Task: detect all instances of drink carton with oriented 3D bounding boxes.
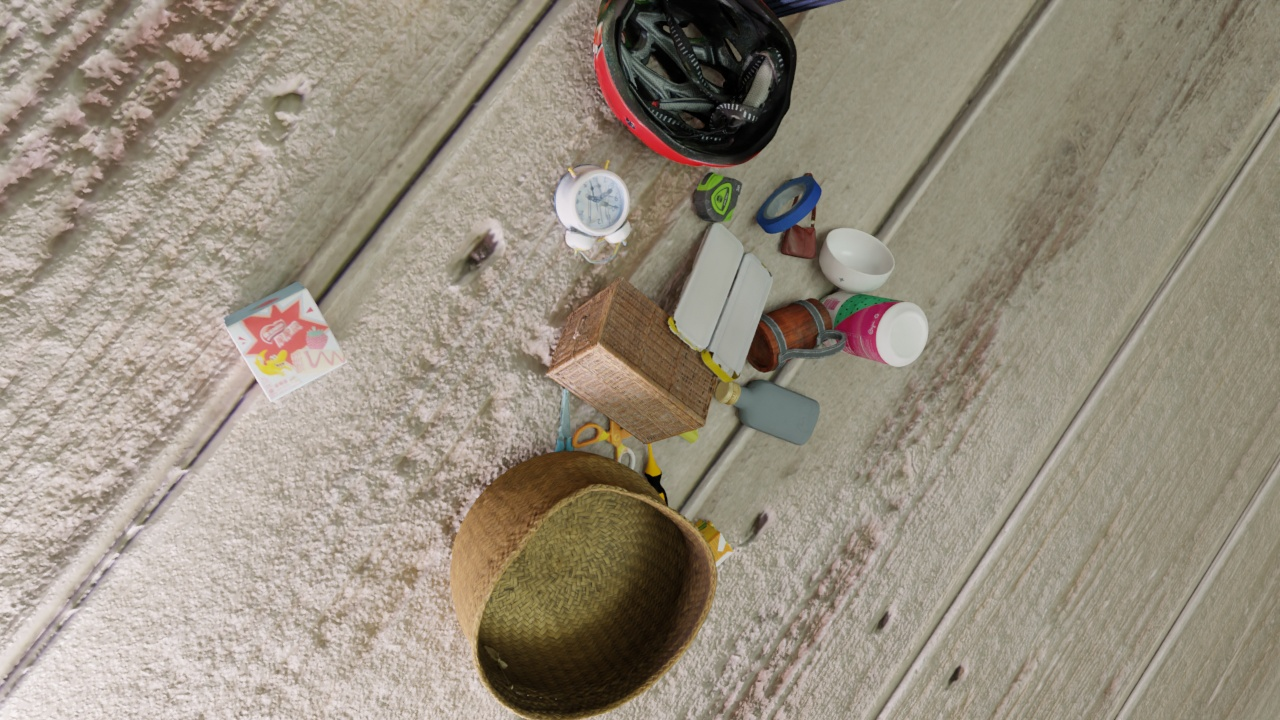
[{"bbox_3d":[0.069,0.284,1.303,0.122,0.058,0.041,-40,114,-13],"label":"drink carton"}]

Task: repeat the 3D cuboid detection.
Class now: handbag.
[{"bbox_3d":[0.231,-0.206,1.301,0.055,0.029,0.119,6,93,-29],"label":"handbag"}]

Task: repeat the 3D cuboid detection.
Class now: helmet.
[{"bbox_3d":[0.057,-0.352,1.104,0.272,0.167,0.217,30,87,-28],"label":"helmet"}]

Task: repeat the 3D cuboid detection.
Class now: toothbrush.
[{"bbox_3d":[0.018,0.158,1.266,0.030,0.031,0.197,-16,110,-25],"label":"toothbrush"}]

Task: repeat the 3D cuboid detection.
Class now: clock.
[{"bbox_3d":[-0.057,-0.185,1.152,0.088,0.052,0.125,-17,111,-23],"label":"clock"}]

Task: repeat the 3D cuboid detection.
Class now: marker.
[{"bbox_3d":[0.032,0.075,1.266,0.124,0.017,0.021,36,83,-26],"label":"marker"}]

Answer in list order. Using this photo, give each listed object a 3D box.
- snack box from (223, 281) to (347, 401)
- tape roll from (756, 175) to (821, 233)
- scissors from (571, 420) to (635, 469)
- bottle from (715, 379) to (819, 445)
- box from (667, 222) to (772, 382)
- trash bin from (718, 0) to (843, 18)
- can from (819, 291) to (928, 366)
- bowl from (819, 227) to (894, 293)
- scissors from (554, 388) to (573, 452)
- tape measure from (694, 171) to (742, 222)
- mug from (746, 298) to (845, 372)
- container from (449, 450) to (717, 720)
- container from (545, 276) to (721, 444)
[{"bbox_3d":[-0.389,-0.023,1.007,0.092,0.079,0.095,-30,111,-18],"label":"snack box"},{"bbox_3d":[0.201,-0.211,1.245,0.016,0.091,0.093,45,75,-26],"label":"tape roll"},{"bbox_3d":[-0.036,0.106,1.240,0.125,0.011,0.128,-15,110,-28],"label":"scissors"},{"bbox_3d":[0.180,0.067,1.319,0.161,0.046,0.072,21,91,-28],"label":"bottle"},{"bbox_3d":[0.109,-0.081,1.209,0.127,0.023,0.209,44,49,-24],"label":"box"},{"bbox_3d":[0.192,-0.484,1.095,0.139,0.250,0.139,-5,103,-25],"label":"trash bin"},{"bbox_3d":[0.321,-0.048,1.295,0.088,0.166,0.088,-5,103,-25],"label":"can"},{"bbox_3d":[0.304,-0.137,1.312,0.104,0.104,0.054,-8,141,-24],"label":"bowl"},{"bbox_3d":[-0.099,0.102,1.210,0.056,0.015,0.137,-3,107,-23],"label":"scissors"},{"bbox_3d":[0.100,-0.217,1.229,0.058,0.036,0.065,18,89,-37],"label":"tape measure"},{"bbox_3d":[0.216,-0.031,1.280,0.111,0.117,0.082,-23,127,-24],"label":"mug"},{"bbox_3d":[-0.087,0.268,1.144,0.306,0.197,0.307,-7,106,-26],"label":"container"},{"bbox_3d":[-0.007,0.007,1.158,0.198,0.113,0.113,39,48,-26],"label":"container"}]
